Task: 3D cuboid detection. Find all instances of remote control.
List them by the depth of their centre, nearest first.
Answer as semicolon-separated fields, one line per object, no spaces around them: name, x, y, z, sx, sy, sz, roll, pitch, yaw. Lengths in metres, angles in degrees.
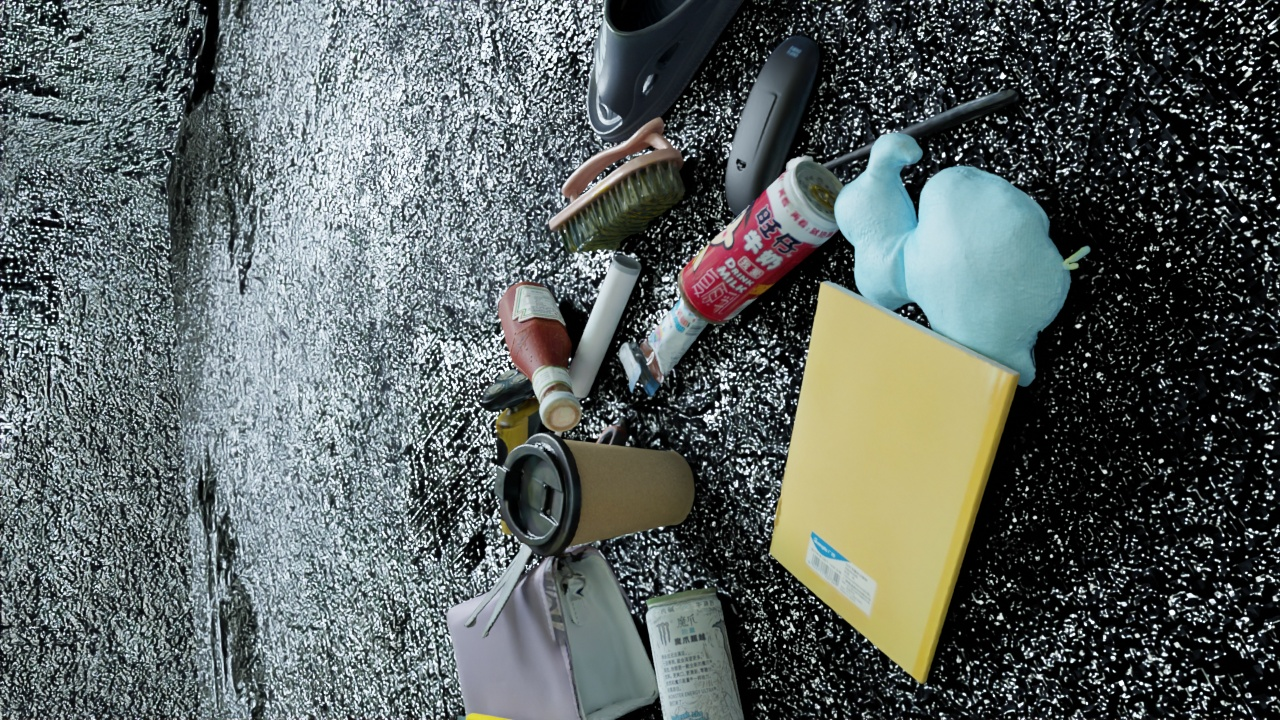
remote control;0.091;-0.169;0.669;0.053;0.024;0.137;42;121;46

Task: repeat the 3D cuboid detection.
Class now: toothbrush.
toothbrush;0.157;-0.141;0.584;0.181;0.015;0.018;-9;71;54
toothbrush;-0.050;0.004;0.851;0.026;0.026;0.221;-103;32;-58

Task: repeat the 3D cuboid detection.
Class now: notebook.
notebook;0.142;0.072;0.559;0.146;0.010;0.207;36;128;49

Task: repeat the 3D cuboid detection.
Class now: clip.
clip;-0.004;0.004;0.793;0.027;0.044;0.058;-64;33;32

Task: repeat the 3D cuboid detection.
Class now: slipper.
slipper;0.013;-0.294;0.740;0.269;0.083;0.110;-43;53;42

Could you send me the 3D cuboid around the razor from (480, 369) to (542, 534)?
razor;-0.129;0.093;0.926;0.062;0.067;0.167;15;106;55

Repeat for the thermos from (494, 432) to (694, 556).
thermos;-0.032;0.102;0.718;0.093;0.143;0.093;-4;85;54

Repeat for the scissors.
scissors;-0.081;0.136;0.802;0.189;0.015;0.224;-41;21;24

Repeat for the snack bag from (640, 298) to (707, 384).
snack bag;0.032;-0.027;0.738;0.106;0.026;0.045;-53;51;40

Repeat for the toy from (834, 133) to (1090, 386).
toy;0.175;-0.060;0.519;0.157;0.049;0.161;-20;82;63

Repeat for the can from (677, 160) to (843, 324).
can;0.085;-0.080;0.646;0.133;0.053;0.053;-41;55;45

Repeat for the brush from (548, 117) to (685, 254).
brush;-0.018;-0.147;0.785;0.146;0.063;0.073;-28;75;49

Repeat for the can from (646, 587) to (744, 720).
can;0.043;0.246;0.675;0.058;0.058;0.146;-33;61;48

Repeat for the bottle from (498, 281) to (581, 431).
bottle;-0.090;-0.005;0.840;0.206;0.059;0.060;-116;43;-56

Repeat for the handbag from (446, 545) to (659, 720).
handbag;-0.085;0.259;0.814;0.198;0.098;0.145;-37;70;45

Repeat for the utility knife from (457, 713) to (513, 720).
utility knife;-0.113;0.318;0.771;0.178;0.015;0.033;-17;87;48
